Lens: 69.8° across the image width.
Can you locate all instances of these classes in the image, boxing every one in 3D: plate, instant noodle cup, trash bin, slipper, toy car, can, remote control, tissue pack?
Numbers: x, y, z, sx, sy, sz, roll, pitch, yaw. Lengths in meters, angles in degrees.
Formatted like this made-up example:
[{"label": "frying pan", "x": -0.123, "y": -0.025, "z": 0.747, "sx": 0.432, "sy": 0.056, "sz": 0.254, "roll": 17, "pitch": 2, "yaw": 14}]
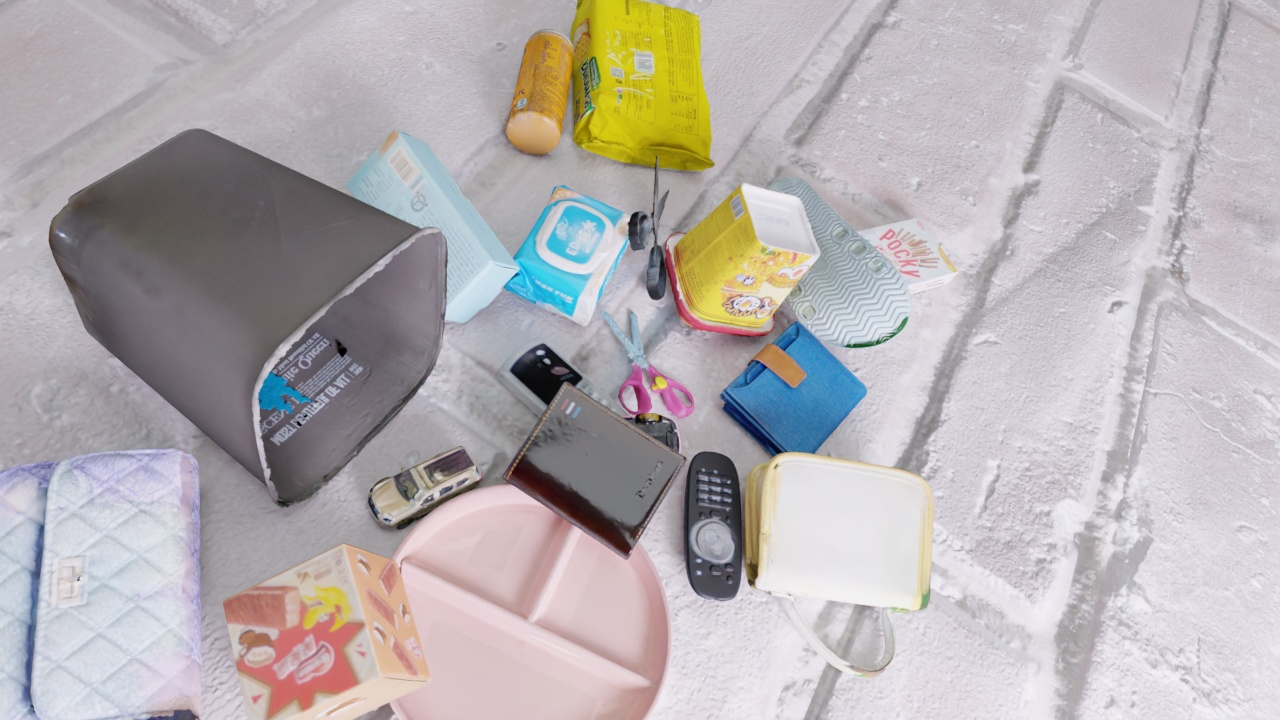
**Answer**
[{"label": "plate", "x": -0.088, "y": 0.203, "z": 0.703, "sx": 0.229, "sy": 0.028, "sz": 0.229, "roll": 9, "pitch": 56, "yaw": -14}, {"label": "instant noodle cup", "x": 0.101, "y": -0.099, "z": 0.893, "sx": 0.116, "sy": 0.124, "sz": 0.116, "roll": 7, "pitch": 55, "yaw": -30}, {"label": "trash bin", "x": -0.294, "y": -0.043, "z": 0.702, "sx": 0.220, "sy": 0.199, "sz": 0.198, "roll": 30, "pitch": 52, "yaw": 11}, {"label": "slipper", "x": 0.190, "y": -0.098, "z": 0.958, "sx": 0.104, "sy": 0.074, "sz": 0.245, "roll": -36, "pitch": 50, "yaw": 10}, {"label": "toy car", "x": -0.027, "y": 0.073, "z": 0.778, "sx": 0.122, "sy": 0.037, "sz": 0.056, "roll": -1, "pitch": 78, "yaw": -4}, {"label": "can", "x": -0.107, "y": -0.294, "z": 1.000, "sx": 0.058, "sy": 0.058, "sz": 0.145, "roll": 13, "pitch": 55, "yaw": -11}, {"label": "remote control", "x": 0.062, "y": 0.143, "z": 0.795, "sx": 0.053, "sy": 0.024, "sz": 0.136, "roll": 12, "pitch": 56, "yaw": -13}, {"label": "tissue pack", "x": -0.067, "y": -0.105, "z": 0.888, "sx": 0.090, "sy": 0.063, "sz": 0.139, "roll": 25, "pitch": 54, "yaw": -1}, {"label": "toy car", "x": -0.174, "y": 0.100, "z": 0.737, "sx": 0.090, "sy": 0.035, "sz": 0.042, "roll": -25, "pitch": 68, "yaw": -28}, {"label": "remote control", "x": -0.059, "y": 0.041, "z": 0.822, "sx": 0.150, "sy": 0.021, "sz": 0.058, "roll": 41, "pitch": 55, "yaw": 8}]

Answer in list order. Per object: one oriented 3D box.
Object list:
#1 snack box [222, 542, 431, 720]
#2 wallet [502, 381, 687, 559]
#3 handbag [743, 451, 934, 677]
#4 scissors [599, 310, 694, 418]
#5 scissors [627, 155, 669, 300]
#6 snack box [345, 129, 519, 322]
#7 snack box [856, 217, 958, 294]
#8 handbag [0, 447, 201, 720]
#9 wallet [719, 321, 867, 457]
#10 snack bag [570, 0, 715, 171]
[{"label": "snack box", "x": -0.210, "y": 0.190, "z": 0.618, "sx": 0.093, "sy": 0.077, "sz": 0.094, "roll": -26, "pitch": 66, "yaw": 2}, {"label": "wallet", "x": -0.036, "y": 0.088, "z": 0.747, "sx": 0.122, "sy": 0.020, "sz": 0.096, "roll": 33, "pitch": 80, "yaw": 2}, {"label": "handbag", "x": 0.168, "y": 0.178, "z": 0.797, "sx": 0.163, "sy": 0.063, "sz": 0.178, "roll": 11, "pitch": 70, "yaw": -12}, {"label": "scissors", "x": -0.006, "y": 0.004, "z": 0.862, "sx": 0.105, "sy": 0.017, "sz": 0.136, "roll": -22, "pitch": 68, "yaw": -44}, {"label": "scissors", "x": 0.013, "y": -0.139, "z": 0.937, "sx": 0.014, "sy": 0.159, "sz": 0.173, "roll": -8, "pitch": 87, "yaw": 16}, {"label": "snack box", "x": -0.192, "y": -0.123, "z": 0.843, "sx": 0.175, "sy": 0.074, "sz": 0.051, "roll": 53, "pitch": 18, "yaw": 17}, {"label": "snack box", "x": 0.274, "y": -0.109, "z": 1.031, "sx": 0.156, "sy": 0.027, "sz": 0.084, "roll": -16, "pitch": 65, "yaw": -26}, {"label": "handbag", "x": -0.364, "y": 0.158, "z": 0.608, "sx": 0.134, "sy": 0.076, "sz": 0.193, "roll": -4, "pitch": 61, "yaw": -22}, {"label": "wallet", "x": 0.150, "y": 0.032, "z": 0.891, "sx": 0.106, "sy": 0.040, "sz": 0.132, "roll": 45, "pitch": 54, "yaw": 7}, {"label": "snack bag", "x": 0.002, "y": -0.325, "z": 1.053, "sx": 0.158, "sy": 0.068, "sz": 0.246, "roll": 6, "pitch": 58, "yaw": -15}]
